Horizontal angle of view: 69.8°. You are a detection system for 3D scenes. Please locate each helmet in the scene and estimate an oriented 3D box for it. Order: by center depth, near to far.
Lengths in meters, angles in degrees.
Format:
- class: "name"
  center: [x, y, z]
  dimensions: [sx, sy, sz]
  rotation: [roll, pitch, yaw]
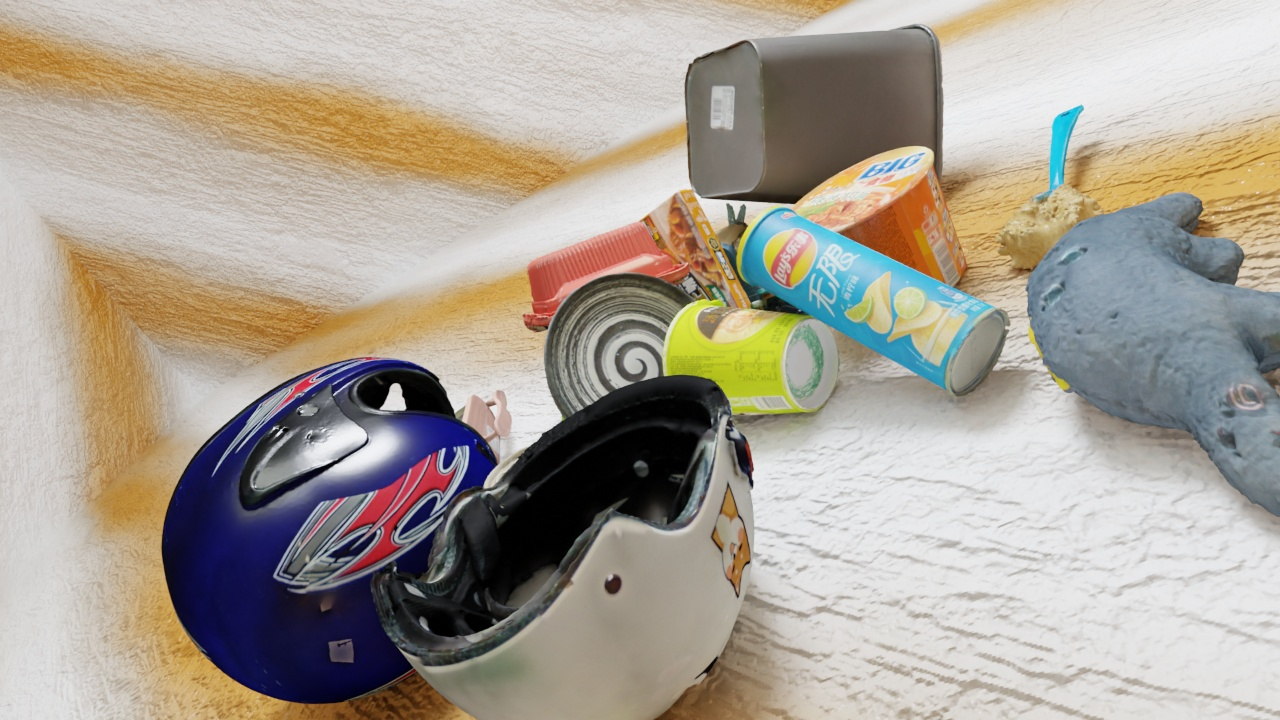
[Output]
- class: "helmet"
  center: [-0.021, 0.135, 0.589]
  dimensions: [0.231, 0.157, 0.273]
  rotation: [-20, 14, 27]
- class: "helmet"
  center: [-0.230, 0.140, 0.788]
  dimensions: [0.241, 0.248, 0.314]
  rotation: [16, 44, 30]

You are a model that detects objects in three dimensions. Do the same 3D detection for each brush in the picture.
- class: "brush"
  center: [0.370, -0.164, 0.814]
  dimensions: [0.083, 0.046, 0.253]
  rotation: [-20, 29, 42]
- class: "brush"
  center: [-0.192, 0.079, 1.129]
  dimensions: [0.073, 0.063, 0.145]
  rotation: [-36, 17, 5]

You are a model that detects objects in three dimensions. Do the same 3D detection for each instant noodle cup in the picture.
- class: "instant noodle cup"
  center: [0.101, 0.001, 0.796]
  dimensions: [0.124, 0.112, 0.111]
  rotation: [1, 39, 46]
- class: "instant noodle cup"
  center: [0.218, -0.108, 0.839]
  dimensions: [0.151, 0.111, 0.151]
  rotation: [-30, 20, 12]
- class: "instant noodle cup"
  center: [-0.048, -0.088, 0.964]
  dimensions: [0.164, 0.079, 0.189]
  rotation: [-22, 8, -13]

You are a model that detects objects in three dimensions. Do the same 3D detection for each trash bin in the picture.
- class: "trash bin"
  center: [0.181, -0.261, 1.003]
  dimensions: [0.219, 0.199, 0.199]
  rotation: [-6, 8, -25]

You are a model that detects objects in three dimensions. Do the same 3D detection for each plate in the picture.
- class: "plate"
  center: [-0.005, 0.005, 0.858]
  dimensions: [0.179, 0.179, 0.024]
  rotation: [-43, -1, -24]

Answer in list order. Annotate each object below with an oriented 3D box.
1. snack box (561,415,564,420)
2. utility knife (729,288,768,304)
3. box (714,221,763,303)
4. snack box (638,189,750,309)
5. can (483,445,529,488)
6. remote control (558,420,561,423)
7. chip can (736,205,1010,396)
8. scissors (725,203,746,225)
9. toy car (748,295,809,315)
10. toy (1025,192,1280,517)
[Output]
- class: "snack box"
  center: [-0.041, 0.035, 0.897]
  dimensions: [0.086, 0.026, 0.156]
  rotation: [-17, 71, 41]
- class: "utility knife"
  center: [0.171, -0.085, 0.932]
  dimensions: [0.181, 0.013, 0.029]
  rotation: [-19, -1, -16]
- class: "box"
  center: [0.065, -0.094, 1.089]
  dimensions: [0.185, 0.090, 0.061]
  rotation: [-19, 26, 42]
- class: "snack box"
  center: [0.059, -0.105, 1.013]
  dimensions: [0.026, 0.153, 0.075]
  rotation: [-21, -7, -46]
- class: "can"
  center: [-0.070, 0.128, 0.736]
  dimensions: [0.058, 0.116, 0.058]
  rotation: [-29, 20, 12]
- class: "remote control"
  center: [-0.095, 0.113, 0.939]
  dimensions: [0.058, 0.021, 0.149]
  rotation: [-47, 14, 24]
- class: "chip can"
  center: [0.172, -0.051, 0.708]
  dimensions: [0.071, 0.071, 0.210]
  rotation: [-40, 49, -17]
- class: "scissors"
  center: [0.103, -0.143, 1.080]
  dimensions: [0.074, 0.137, 0.017]
  rotation: [1, 60, 15]
- class: "toy car"
  center: [0.148, -0.049, 0.921]
  dimensions: [0.091, 0.043, 0.034]
  rotation: [-24, -12, 38]
- class: "toy"
  center: [0.312, -0.028, 0.561]
  dimensions: [0.138, 0.091, 0.355]
  rotation: [3, 33, 14]
